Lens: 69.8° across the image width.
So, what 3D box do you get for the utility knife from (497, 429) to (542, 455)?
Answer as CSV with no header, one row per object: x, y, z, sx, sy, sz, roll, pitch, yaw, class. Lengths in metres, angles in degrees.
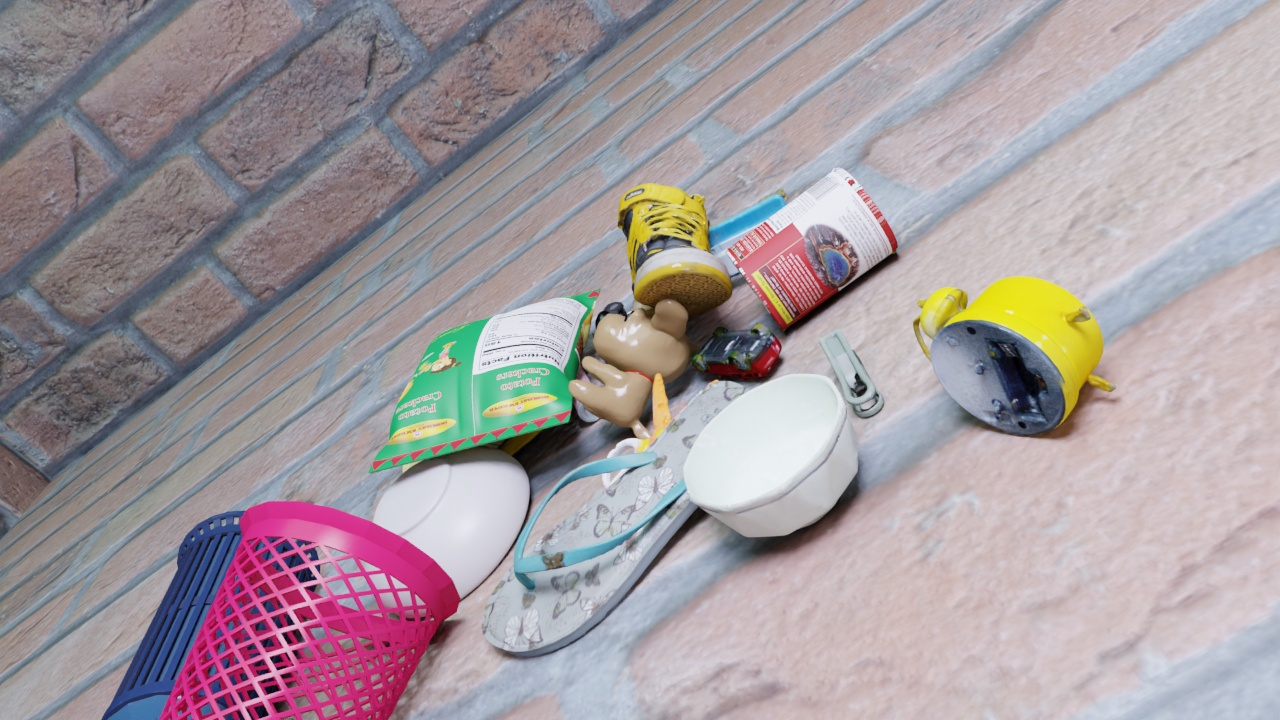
-0.158,0.109,0.933,0.191,0.018,0.030,-37,19,-4,utility knife

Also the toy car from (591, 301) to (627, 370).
-0.027,-0.022,0.942,0.034,0.046,0.112,-26,25,17,toy car

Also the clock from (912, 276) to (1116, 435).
0.207,-0.004,0.533,0.057,0.083,0.119,-43,26,-23,clock

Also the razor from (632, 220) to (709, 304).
0.039,-0.117,1.050,0.144,0.022,0.043,-48,-15,-29,razor

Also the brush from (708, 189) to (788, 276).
0.093,-0.112,0.916,0.136,0.055,0.075,-24,23,32,brush

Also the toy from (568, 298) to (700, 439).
-0.005,0.005,0.800,0.108,0.106,0.134,-57,-16,-8,toy

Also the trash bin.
-0.388,0.266,0.841,0.139,0.139,0.249,-35,26,9,trash bin

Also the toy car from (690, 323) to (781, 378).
0.080,-0.006,0.771,0.042,0.036,0.091,-50,27,-22,toy car

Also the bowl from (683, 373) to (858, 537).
0.091,0.069,0.593,0.118,0.061,0.117,-31,25,16,bowl

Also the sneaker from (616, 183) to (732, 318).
0.028,-0.106,0.824,0.086,0.122,0.239,-4,-5,-5,sneaker

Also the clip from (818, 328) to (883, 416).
0.147,0.005,0.650,0.023,0.050,0.078,-34,17,15,clip

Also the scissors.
0.014,0.064,0.721,0.128,0.011,0.125,-25,50,24,scissors

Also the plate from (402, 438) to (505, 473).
-0.206,0.084,1.002,0.185,0.036,0.184,-35,19,14,plate

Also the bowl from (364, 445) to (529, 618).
-0.189,0.141,0.834,0.177,0.066,0.176,-27,34,20,bowl

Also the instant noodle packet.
-0.144,0.012,0.907,0.196,0.090,0.252,-15,28,13,instant noodle packet

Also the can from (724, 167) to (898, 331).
0.143,-0.093,0.773,0.116,0.086,0.086,-36,24,8,can

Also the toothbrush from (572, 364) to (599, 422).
-0.074,0.013,0.973,0.026,0.027,0.222,-21,22,-8,toothbrush

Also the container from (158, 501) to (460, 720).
-0.259,0.247,0.665,0.184,0.183,0.225,-20,38,37,container

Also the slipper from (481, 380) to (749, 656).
-0.021,0.112,0.661,0.269,0.055,0.098,-43,38,2,slipper
